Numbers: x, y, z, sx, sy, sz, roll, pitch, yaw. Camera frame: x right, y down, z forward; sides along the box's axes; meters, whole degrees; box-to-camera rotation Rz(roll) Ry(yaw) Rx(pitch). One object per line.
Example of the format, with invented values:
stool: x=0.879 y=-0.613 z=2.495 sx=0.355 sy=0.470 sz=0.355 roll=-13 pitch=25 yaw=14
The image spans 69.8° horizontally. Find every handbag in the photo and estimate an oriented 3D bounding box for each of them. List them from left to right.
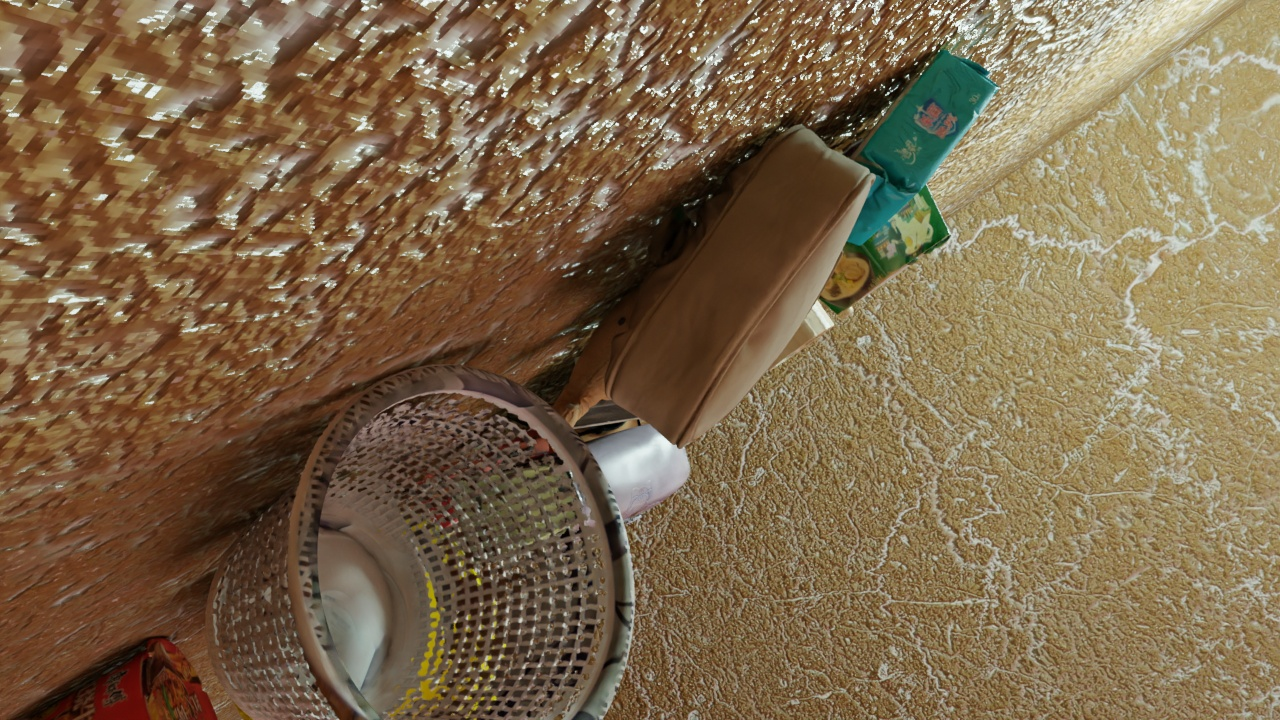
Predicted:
handbag: x=-0.058 y=0.123 z=0.871 sx=0.145 sy=0.098 sz=0.196 roll=-26 pitch=171 yaw=31
handbag: x=0.057 y=-0.046 z=0.577 sx=0.204 sy=0.100 sz=0.148 roll=-53 pitch=169 yaw=-3

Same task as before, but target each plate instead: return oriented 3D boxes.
plate: x=-0.032 y=0.047 z=0.831 sx=0.179 sy=0.024 sz=0.179 roll=-7 pitch=176 yaw=-1

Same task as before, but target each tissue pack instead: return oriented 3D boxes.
tissue pack: x=0.179 y=-0.145 z=0.635 sx=0.133 sy=0.050 sz=0.093 roll=-50 pitch=179 yaw=-20

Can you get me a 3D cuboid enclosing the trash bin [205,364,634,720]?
trash bin: x=-0.147 y=0.139 z=0.549 sx=0.193 sy=0.227 sz=0.226 roll=-25 pitch=-179 yaw=37

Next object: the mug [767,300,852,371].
mug: x=0.143 y=-0.062 z=0.912 sx=0.124 sy=0.103 sz=0.084 roll=-31 pitch=172 yaw=-30

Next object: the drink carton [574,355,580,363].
drink carton: x=-0.005 y=0.005 z=0.836 sx=0.054 sy=0.045 sz=0.122 roll=-22 pitch=171 yaw=27

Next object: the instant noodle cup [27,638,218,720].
instant noodle cup: x=-0.403 y=0.306 z=0.717 sx=0.108 sy=0.138 sz=0.138 roll=-25 pitch=171 yaw=-16

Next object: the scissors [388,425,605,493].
scissors: x=-0.118 y=0.083 z=0.801 sx=0.189 sy=0.015 sz=0.227 roll=-15 pitch=177 yaw=-6

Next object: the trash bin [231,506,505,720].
trash bin: x=-0.223 y=0.237 z=0.764 sx=0.229 sy=0.229 sz=0.256 roll=-33 pitch=168 yaw=-20

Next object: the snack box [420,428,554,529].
snack box: x=-0.155 y=0.121 z=0.987 sx=0.127 sy=0.044 sz=0.113 roll=-38 pitch=172 yaw=32

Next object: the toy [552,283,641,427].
toy: x=0.011 y=-0.016 z=0.697 sx=0.225 sy=0.082 sz=0.144 roll=-23 pitch=150 yaw=-46

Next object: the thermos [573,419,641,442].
thermos: x=-0.041 y=0.070 z=1.028 sx=0.093 sy=0.093 sz=0.143 roll=-33 pitch=166 yaw=-14

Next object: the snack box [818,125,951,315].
snack box: x=0.170 y=-0.106 z=0.737 sx=0.118 sy=0.105 sz=0.118 roll=-31 pitch=173 yaw=-25
